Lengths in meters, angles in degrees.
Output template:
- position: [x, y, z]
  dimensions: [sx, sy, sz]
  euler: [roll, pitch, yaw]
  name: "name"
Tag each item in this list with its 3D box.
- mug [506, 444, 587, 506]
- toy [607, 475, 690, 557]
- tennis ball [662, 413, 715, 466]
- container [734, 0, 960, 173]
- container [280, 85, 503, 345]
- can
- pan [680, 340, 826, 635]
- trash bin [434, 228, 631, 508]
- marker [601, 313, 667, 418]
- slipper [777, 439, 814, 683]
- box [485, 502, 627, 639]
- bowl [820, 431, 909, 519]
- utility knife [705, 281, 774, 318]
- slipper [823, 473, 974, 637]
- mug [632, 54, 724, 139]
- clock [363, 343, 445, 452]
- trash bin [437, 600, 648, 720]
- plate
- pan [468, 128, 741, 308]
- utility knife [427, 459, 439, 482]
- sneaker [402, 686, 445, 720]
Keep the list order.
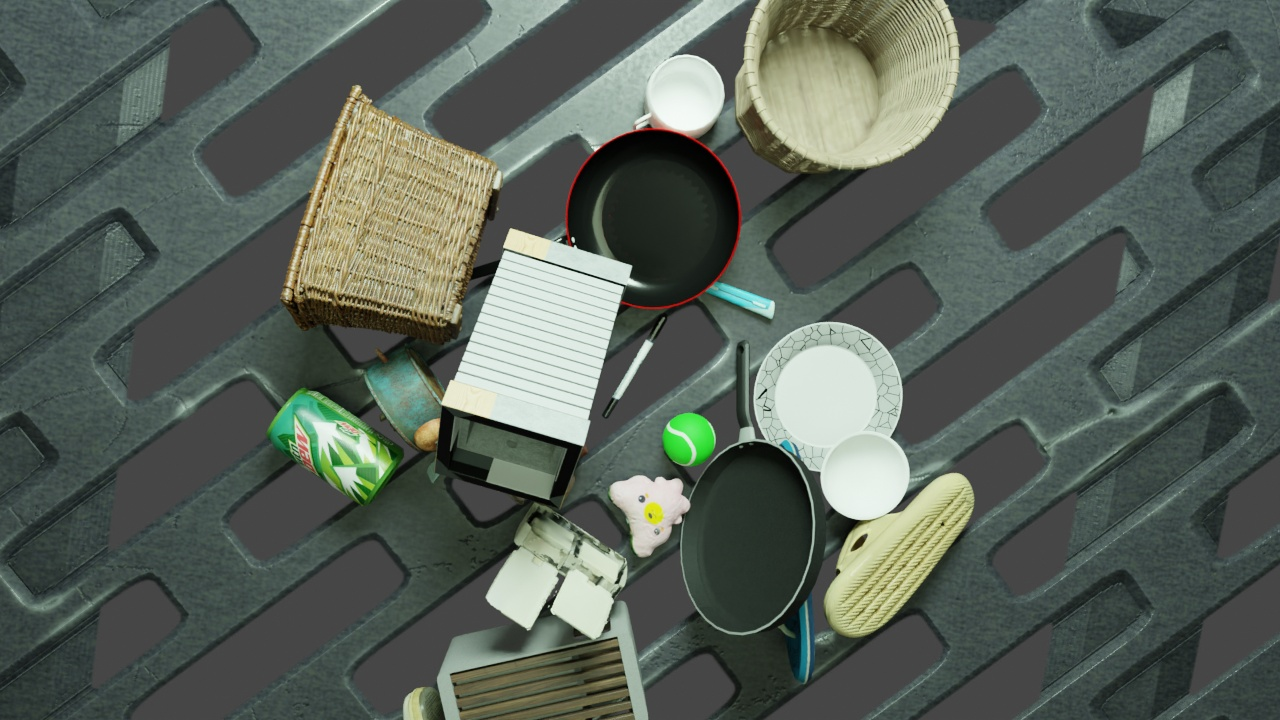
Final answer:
- position: [-0.121, 0.120, 1.117]
  dimensions: [0.110, 0.096, 0.123]
  euler: [-35, 115, 4]
  name: "mug"
- position: [0.016, 0.186, 1.145]
  dimensions: [0.093, 0.050, 0.102]
  euler: [-21, 98, -5]
  name: "toy"
- position: [0.060, 0.098, 1.133]
  dimensions: [0.065, 0.065, 0.065]
  euler: [0, 94, -3]
  name: "tennis ball"
- position: [0.214, -0.320, 1.046]
  dimensions: [0.227, 0.196, 0.227]
  euler: [0, 94, -3]
  name: "container"
- position: [-0.268, -0.142, 1.033]
  dimensions: [0.183, 0.162, 0.249]
  euler: [16, 79, -10]
  name: "container"
- position: [-0.365, 0.103, 1.100]
  dimensions: [0.144, 0.083, 0.083]
  euler: [35, 91, -5]
  name: "can"
- position: [0.131, 0.144, 1.099]
  dimensions: [0.034, 0.226, 0.355]
  euler: [17, 65, -34]
  name: "pan"
- position: [-0.117, 0.007, 1.016]
  dimensions: [0.142, 0.143, 0.246]
  euler: [17, 53, -4]
  name: "trash bin"
- position: [-0.007, 0.007, 1.150]
  dimensions: [0.011, 0.011, 0.152]
  euler: [31, 92, -5]
  name: "marker"
- position: [0.171, 0.244, 1.125]
  dimensions: [0.060, 0.118, 0.295]
  euler: [-3, 93, 1]
  name: "slipper"
- position: [-0.093, 0.249, 1.084]
  dimensions: [0.145, 0.185, 0.066]
  euler: [35, 118, -1]
  name: "box"
- position: [0.273, 0.139, 1.142]
  dimensions: [0.110, 0.040, 0.110]
  euler: [0, 95, -4]
  name: "bowl"
- position: [0.113, -0.081, 1.149]
  dimensions: [0.117, 0.015, 0.022]
  euler: [19, 93, -2]
  name: "utility knife"
- position: [0.315, 0.237, 1.155]
  dimensions: [0.261, 0.079, 0.111]
  euler: [-41, 119, -15]
  name: "slipper"
- position: [0.042, -0.308, 1.101]
  dimensions: [0.115, 0.068, 0.094]
  euler: [-29, 95, -1]
  name: "mug"
- position: [-0.264, 0.062, 1.082]
  dimensions: [0.073, 0.121, 0.157]
  euler: [-34, 85, -5]
  name: "clock"
- position: [-0.116, 0.389, 1.119]
  dimensions: [0.229, 0.114, 0.114]
  euler: [-12, 95, -2]
  name: "trash bin"
- position: [0.236, 0.046, 1.163]
  dimensions: [0.188, 0.016, 0.188]
  euler: [0, 94, -3]
  name: "plate"
- position: [-0.053, -0.149, 1.109]
  dimensions: [0.357, 0.067, 0.209]
  euler: [-15, 96, 15]
  name: "pan"
- position: [-0.204, 0.072, 1.143]
  dimensions: [0.031, 0.015, 0.196]
  euler: [38, 93, 0]
  name: "utility knife"
- position: [-0.289, 0.520, 1.140]
  dimensions: [0.102, 0.088, 0.241]
  euler: [-1, 98, 5]
  name: "sneaker"
